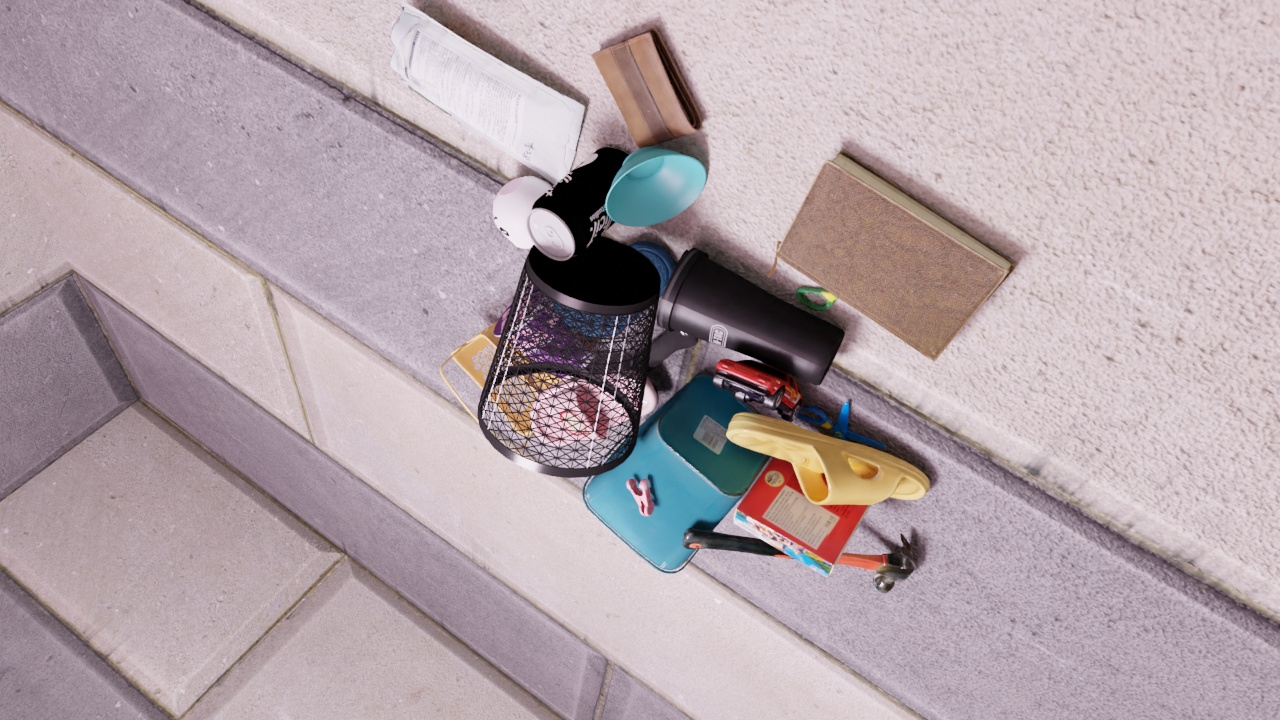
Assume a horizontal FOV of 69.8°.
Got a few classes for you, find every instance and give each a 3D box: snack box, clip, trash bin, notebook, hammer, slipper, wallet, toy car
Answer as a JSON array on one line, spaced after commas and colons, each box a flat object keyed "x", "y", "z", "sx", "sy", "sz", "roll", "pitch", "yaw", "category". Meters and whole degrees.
[{"x": 0.221, "y": 0.193, "z": 1.228, "sx": 0.145, "sy": 0.142, "sz": 0.040, "roll": 28, "pitch": 145, "yaw": 20, "category": "snack box"}, {"x": 0.006, "y": 0.181, "z": 1.239, "sx": 0.058, "sy": 0.023, "sz": 0.050, "roll": 50, "pitch": 134, "yaw": 2, "category": "clip"}, {"x": -0.081, "y": -0.015, "z": 1.160, "sx": 0.217, "sy": 0.216, "sz": 0.244, "roll": 30, "pitch": 127, "yaw": 18, "category": "trash bin"}, {"x": 0.249, "y": -0.095, "z": 0.970, "sx": 0.215, "sy": 0.034, "sz": 0.191, "roll": 36, "pitch": 141, "yaw": 9, "category": "notebook"}, {"x": -0.008, "y": 0.008, "z": 1.356, "sx": 0.125, "sy": 0.029, "sz": 0.312, "roll": 45, "pitch": 145, "yaw": -5, "category": "hammer"}, {"x": 0.218, "y": 0.265, "z": 1.261, "sx": 0.333, "sy": 0.033, "sz": 0.133, "roll": 9, "pitch": 144, "yaw": -9, "category": "hammer"}, {"x": 0.064, "y": 0.153, "z": 1.313, "sx": 0.199, "sy": 0.196, "sz": 0.219, "roll": 40, "pitch": 140, "yaw": 3, "category": "trash bin"}, {"x": -0.074, "y": 0.072, "z": 1.370, "sx": 0.222, "sy": 0.055, "sz": 0.107, "roll": -21, "pitch": 116, "yaw": 28, "category": "slipper"}, {"x": 0.007, "y": -0.297, "z": 1.011, "sx": 0.099, "sy": 0.026, "sz": 0.121, "roll": -1, "pitch": 127, "yaw": 49, "category": "wallet"}, {"x": 0.149, "y": 0.032, "z": 1.132, "sx": 0.082, "sy": 0.056, "sz": 0.189, "roll": 21, "pitch": 179, "yaw": 23, "category": "toy car"}, {"x": 0.231, "y": 0.143, "z": 1.170, "sx": 0.263, "sy": 0.078, "sz": 0.100, "roll": 21, "pitch": 161, "yaw": 0, "category": "slipper"}, {"x": -0.033, "y": -0.096, "z": 1.242, "sx": 0.214, "sy": 0.059, "sz": 0.104, "roll": -27, "pitch": 112, "yaw": 39, "category": "slipper"}]

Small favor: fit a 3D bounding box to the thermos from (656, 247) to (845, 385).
[{"x": 0.129, "y": -0.048, "z": 1.101, "sx": 0.219, "sy": 0.105, "sz": 0.106, "roll": 26, "pitch": 143, "yaw": 14, "category": "thermos"}]

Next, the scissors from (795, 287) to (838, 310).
[{"x": 0.229, "y": -0.085, "z": 1.034, "sx": 0.130, "sy": 0.012, "sz": 0.117, "roll": 8, "pitch": 133, "yaw": 40, "category": "scissors"}]

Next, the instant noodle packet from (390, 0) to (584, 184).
[{"x": -0.192, "y": -0.336, "z": 1.156, "sx": 0.269, "sy": 0.057, "sz": 0.147, "roll": 32, "pitch": 147, "yaw": 5, "category": "instant noodle packet"}]

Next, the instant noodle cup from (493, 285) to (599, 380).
[{"x": -0.125, "y": -0.045, "z": 1.359, "sx": 0.137, "sy": 0.121, "sz": 0.122, "roll": -40, "pitch": 112, "yaw": 12, "category": "instant noodle cup"}]

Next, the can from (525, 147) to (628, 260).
[{"x": -0.064, "y": -0.188, "z": 1.092, "sx": 0.080, "sy": 0.145, "sz": 0.080, "roll": 27, "pitch": 143, "yaw": 22, "category": "can"}]

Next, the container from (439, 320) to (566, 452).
[{"x": -0.210, "y": 0.035, "z": 1.463, "sx": 0.183, "sy": 0.166, "sz": 0.129, "roll": 51, "pitch": 145, "yaw": -12, "category": "container"}]

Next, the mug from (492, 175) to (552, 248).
[{"x": -0.157, "y": -0.207, "z": 1.229, "sx": 0.076, "sy": 0.090, "sz": 0.124, "roll": 57, "pitch": 176, "yaw": -34, "category": "mug"}]

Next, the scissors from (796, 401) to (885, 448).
[{"x": 0.259, "y": 0.096, "z": 1.199, "sx": 0.125, "sy": 0.013, "sz": 0.130, "roll": 19, "pitch": 144, "yaw": 29, "category": "scissors"}]

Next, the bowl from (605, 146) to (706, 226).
[{"x": 0.011, "y": -0.210, "z": 1.056, "sx": 0.121, "sy": 0.121, "sz": 0.046, "roll": 116, "pitch": 140, "yaw": -55, "category": "bowl"}]
